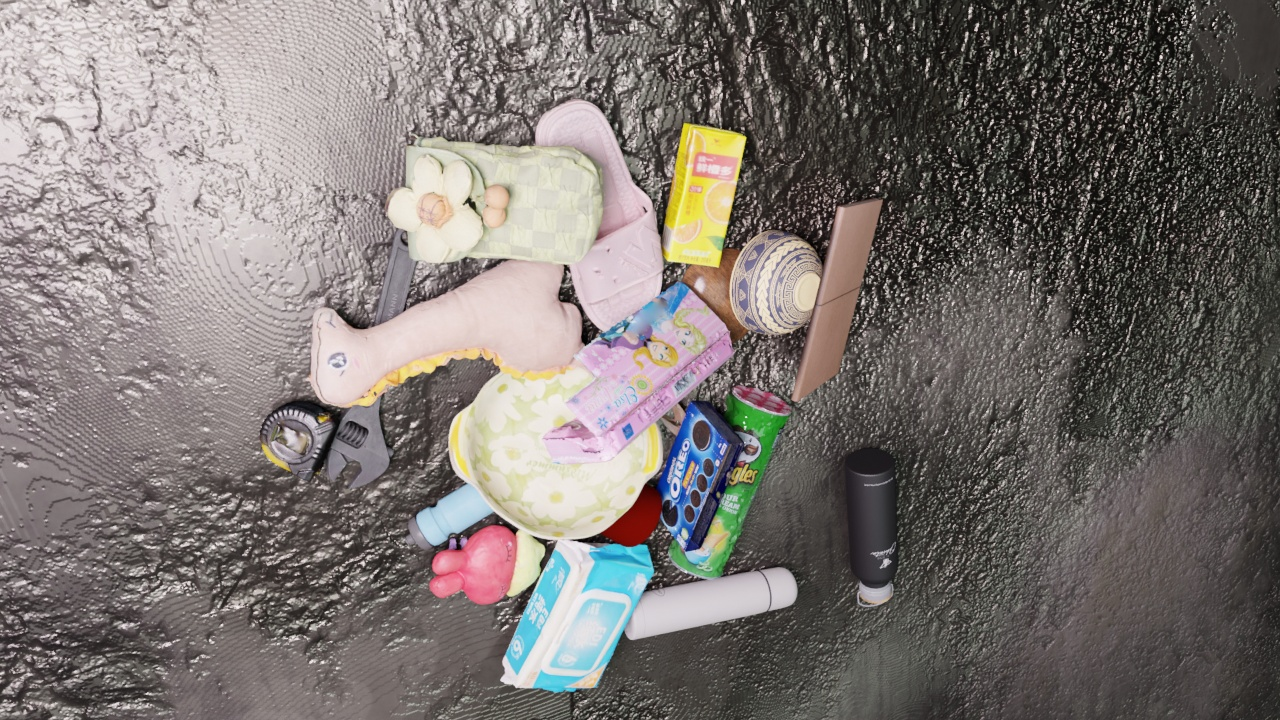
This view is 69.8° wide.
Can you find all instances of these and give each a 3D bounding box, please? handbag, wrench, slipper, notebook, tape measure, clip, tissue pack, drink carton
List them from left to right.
[{"bbox_3d":[-0.322,0.070,0.861,0.062,0.038,0.067,27,101,-4],"label":"tape measure"},{"bbox_3d":[-0.253,0.000,0.884,0.073,0.018,0.273,11,106,-27],"label":"wrench"},{"bbox_3d":[-0.203,0.216,1.000,0.036,0.013,0.053,15,103,-28],"label":"clip"},{"bbox_3d":[-0.127,-0.138,0.802,0.186,0.116,0.113,3,105,4],"label":"handbag"},{"bbox_3d":[-0.075,0.298,1.053,0.117,0.066,0.209,17,106,-36],"label":"tissue pack"},{"bbox_3d":[-0.031,-0.132,0.890,0.094,0.064,0.239,-24,117,-12],"label":"slipper"},{"bbox_3d":[0.034,0.072,1.028,0.043,0.025,0.061,-32,125,-7],"label":"clip"},{"bbox_3d":[0.062,-0.166,0.924,0.058,0.043,0.135,5,111,-15],"label":"drink carton"},{"bbox_3d":[0.215,-0.069,1.000,0.141,0.008,0.209,-23,128,-58],"label":"notebook"}]

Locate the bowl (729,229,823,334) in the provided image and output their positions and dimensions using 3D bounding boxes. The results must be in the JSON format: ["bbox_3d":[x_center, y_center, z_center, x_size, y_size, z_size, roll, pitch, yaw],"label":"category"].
[{"bbox_3d":[0.157,-0.078,0.974,0.112,0.061,0.112,-13,112,-35],"label":"bowl"}]

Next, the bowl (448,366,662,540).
[{"bbox_3d":[-0.089,0.092,0.933,0.219,0.060,0.188,1,71,-20],"label":"bowl"}]

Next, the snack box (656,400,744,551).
[{"bbox_3d":[0.060,0.127,1.014,0.027,0.082,0.150,0,122,-34],"label":"snack box"}]

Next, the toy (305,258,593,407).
[{"bbox_3d":[-0.170,-0.004,0.870,0.263,0.065,0.196,-31,103,-21],"label":"toy"}]

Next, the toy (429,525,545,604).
[{"bbox_3d":[-0.164,0.222,0.991,0.135,0.045,0.092,4,105,-38],"label":"toy"}]

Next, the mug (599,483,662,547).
[{"bbox_3d":[-0.041,0.164,1.016,0.082,0.073,0.106,35,124,-30],"label":"mug"}]

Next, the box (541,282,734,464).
[{"bbox_3d":[-0.006,0.004,0.895,0.229,0.085,0.097,-37,110,-43],"label":"box"}]

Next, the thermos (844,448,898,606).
[{"bbox_3d":[0.299,0.226,1.181,0.061,0.061,0.231,-17,117,-15],"label":"thermos"}]

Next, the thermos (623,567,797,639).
[{"bbox_3d":[0.088,0.296,1.129,0.224,0.052,0.052,-6,114,-20],"label":"thermos"}]

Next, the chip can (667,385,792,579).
[{"bbox_3d":[0.100,0.143,1.057,0.075,0.075,0.223,13,107,-27],"label":"chip can"}]

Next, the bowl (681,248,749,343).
[{"bbox_3d":[0.092,-0.063,0.991,0.101,0.026,0.114,-9,115,-19],"label":"bowl"}]

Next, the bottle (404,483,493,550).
[{"bbox_3d":[-0.188,0.156,0.963,0.130,0.040,0.040,-31,120,-8],"label":"bottle"}]
